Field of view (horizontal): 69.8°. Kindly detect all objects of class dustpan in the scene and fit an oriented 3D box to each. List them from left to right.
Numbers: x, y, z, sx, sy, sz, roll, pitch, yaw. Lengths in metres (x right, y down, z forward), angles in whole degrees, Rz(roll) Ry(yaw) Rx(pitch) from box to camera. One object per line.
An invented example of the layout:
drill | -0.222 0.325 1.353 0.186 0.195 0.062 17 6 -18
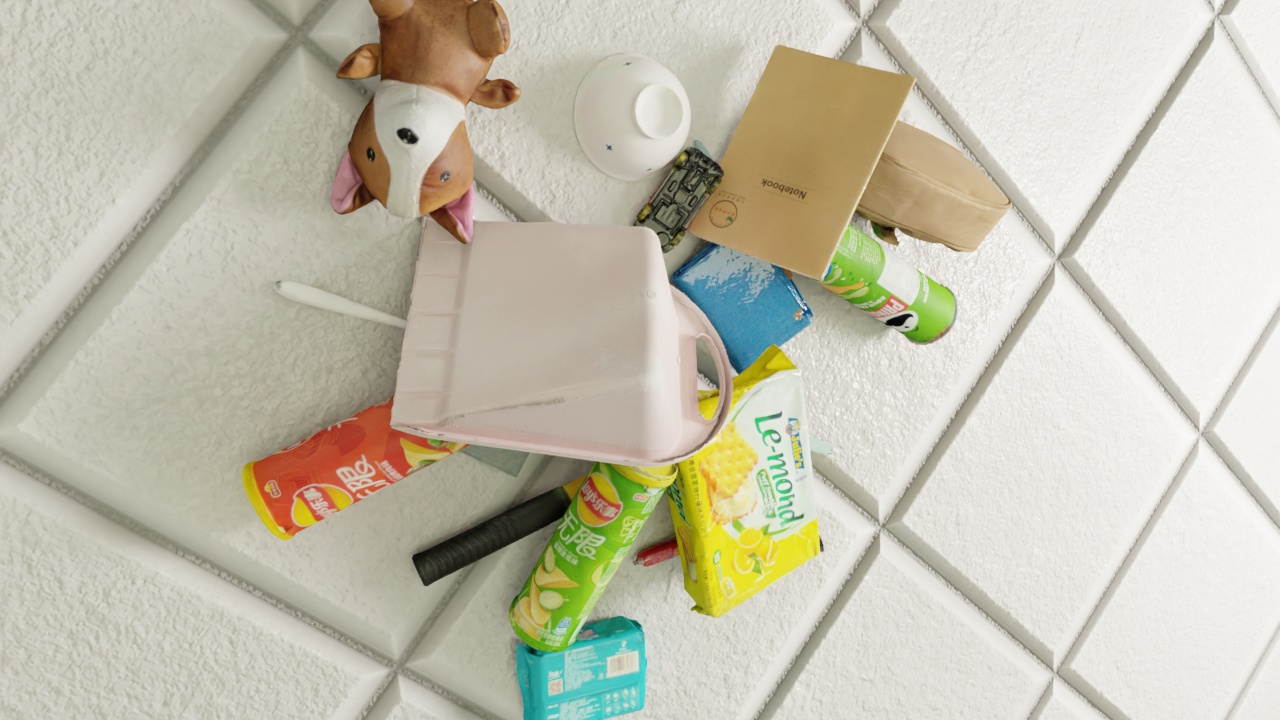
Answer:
dustpan | -0.059 -0.005 0.791 0.273 0.139 0.222 -1 57 6

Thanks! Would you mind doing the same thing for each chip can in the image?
chip can | -0.216 0.071 0.772 0.216 0.073 0.073 -26 109 -9
chip can | -0.048 0.170 0.843 0.072 0.072 0.222 19 112 -26
chip can | 0.235 -0.089 0.950 0.235 0.072 0.072 24 88 -36

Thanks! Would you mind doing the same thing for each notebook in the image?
notebook | 0.150 -0.192 0.873 0.207 0.148 0.008 -65 152 -1

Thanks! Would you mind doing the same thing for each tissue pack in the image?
tissue pack | -0.057 0.313 0.915 0.133 0.050 0.093 -6 103 -24

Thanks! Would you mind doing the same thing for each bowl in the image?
bowl | 0.005 -0.226 0.847 0.118 0.065 0.118 -5 101 -25

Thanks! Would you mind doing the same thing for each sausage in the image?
sausage | 0.061 0.187 0.967 0.155 0.020 0.020 -16 105 -23

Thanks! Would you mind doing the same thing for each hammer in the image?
hammer | -0.073 0.133 0.880 0.300 0.033 0.129 -25 121 -16

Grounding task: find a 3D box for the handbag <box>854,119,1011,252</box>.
handbag | 0.270 -0.183 0.943 0.204 0.147 0.100 16 126 -26

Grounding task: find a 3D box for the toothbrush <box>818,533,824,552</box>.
toothbrush | 0.163 0.136 1.007 0.014 0.018 0.189 -33 109 -18

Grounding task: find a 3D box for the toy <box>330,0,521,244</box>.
toy | -0.174 -0.202 0.741 0.140 0.130 0.200 16 102 -10

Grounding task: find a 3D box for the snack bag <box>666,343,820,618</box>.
snack bag | 0.094 0.122 0.905 0.157 0.068 0.247 -23 115 -30

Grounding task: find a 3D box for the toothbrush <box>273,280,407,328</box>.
toothbrush | -0.222 -0.037 0.786 0.180 0.016 0.016 17 84 -16

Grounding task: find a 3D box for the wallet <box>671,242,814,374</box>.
wallet | 0.106 -0.066 0.934 0.106 0.040 0.133 -38 114 -3

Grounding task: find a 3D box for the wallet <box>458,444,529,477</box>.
wallet | -0.128 0.030 0.844 0.106 0.037 0.129 30 85 -26

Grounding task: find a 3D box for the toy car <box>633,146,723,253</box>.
toy car | 0.035 -0.153 0.888 0.049 0.031 0.106 34 91 -6

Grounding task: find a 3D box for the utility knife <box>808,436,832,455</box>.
utility knife | 0.117 0.074 0.967 0.218 0.018 0.034 15 110 -24

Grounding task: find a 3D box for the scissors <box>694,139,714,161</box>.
scissors | 0.093 -0.168 0.925 0.133 0.017 0.134 -34 111 -11
